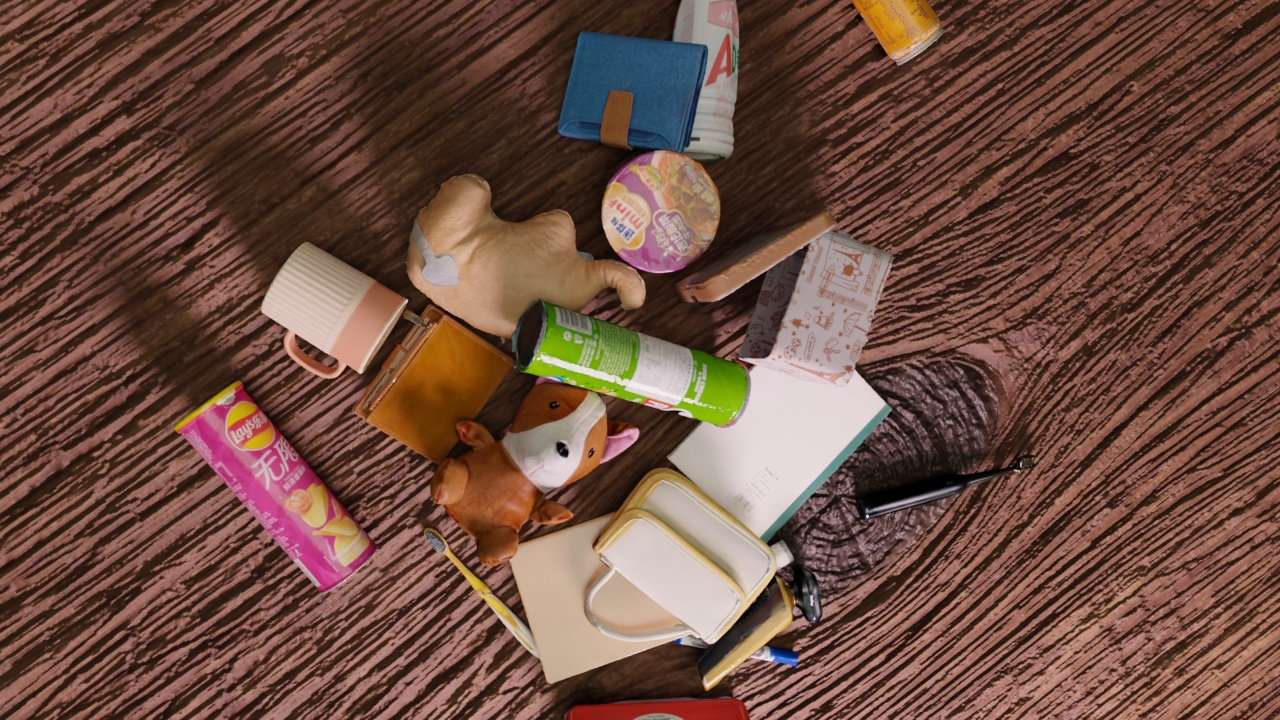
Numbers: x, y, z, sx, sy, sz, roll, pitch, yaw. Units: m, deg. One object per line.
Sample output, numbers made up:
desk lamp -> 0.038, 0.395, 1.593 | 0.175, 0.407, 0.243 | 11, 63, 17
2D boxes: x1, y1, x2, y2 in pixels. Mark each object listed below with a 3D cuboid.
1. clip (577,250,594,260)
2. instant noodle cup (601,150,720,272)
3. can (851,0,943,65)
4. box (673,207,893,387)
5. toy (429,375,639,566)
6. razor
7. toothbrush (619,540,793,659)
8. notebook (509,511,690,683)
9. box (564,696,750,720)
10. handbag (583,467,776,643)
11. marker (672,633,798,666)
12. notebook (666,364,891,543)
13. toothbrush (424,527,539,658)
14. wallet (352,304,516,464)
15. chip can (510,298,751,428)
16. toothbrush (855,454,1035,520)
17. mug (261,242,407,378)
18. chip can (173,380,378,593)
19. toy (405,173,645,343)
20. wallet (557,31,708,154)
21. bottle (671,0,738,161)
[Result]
clip -> -0.073, -0.104, 0.919 | 0.057, 0.028, 0.024 | 20, 92, -2
instant noodle cup -> 0.012, -0.141, 0.888 | 0.111, 0.099, 0.111 | -1, 97, -9
can -> 0.240, -0.372, 0.917 | 0.058, 0.058, 0.146 | -40, 102, -3
box -> 0.121, -0.072, 0.871 | 0.168, 0.182, 0.150 | 17, 89, -4
toy -> -0.106, 0.093, 0.894 | 0.199, 0.130, 0.140 | -39, 102, -13
razor -> 0.127, 0.289, 0.980 | 0.167, 0.062, 0.067 | -40, 82, -7
toothbrush -> 0.066, 0.261, 0.990 | 0.221, 0.026, 0.027 | -30, 123, -4
notebook -> -0.020, 0.234, 0.964 | 0.207, 0.008, 0.148 | -17, 87, -7
box -> 0.016, 0.416, 0.985 | 0.201, 0.095, 0.100 | 1, 125, -11
handbag -> 0.030, 0.220, 0.938 | 0.163, 0.063, 0.178 | 39, 86, 1
marker -> 0.104, 0.315, 1.009 | 0.145, 0.017, 0.017 | 14, 95, -11
notebook -> 0.152, 0.078, 0.986 | 0.150, 0.012, 0.209 | 44, 89, -12
toothbrush -> -0.160, 0.244, 0.952 | 0.016, 0.018, 0.191 | -39, 102, -1
wallet -> -0.205, 0.022, 0.897 | 0.119, 0.035, 0.130 | 37, 91, -24
chip can -> -0.005, 0.005, 0.886 | 0.235, 0.072, 0.072 | 17, 94, -28
toothbrush -> 0.343, 0.138, 1.021 | 0.212, 0.026, 0.027 | -14, 122, -8
mug -> -0.294, -0.039, 0.865 | 0.106, 0.081, 0.115 | 32, 116, -11
chip can -> -0.344, 0.122, 0.877 | 0.071, 0.071, 0.210 | -37, 103, -3
toy -> -0.111, -0.082, 0.881 | 0.226, 0.082, 0.144 | 21, 118, -14
wallet -> -0.009, -0.254, 0.872 | 0.133, 0.040, 0.106 | 15, 94, 23
bottle -> 0.063, -0.297, 0.894 | 0.068, 0.068, 0.197 | 3, 94, -10
